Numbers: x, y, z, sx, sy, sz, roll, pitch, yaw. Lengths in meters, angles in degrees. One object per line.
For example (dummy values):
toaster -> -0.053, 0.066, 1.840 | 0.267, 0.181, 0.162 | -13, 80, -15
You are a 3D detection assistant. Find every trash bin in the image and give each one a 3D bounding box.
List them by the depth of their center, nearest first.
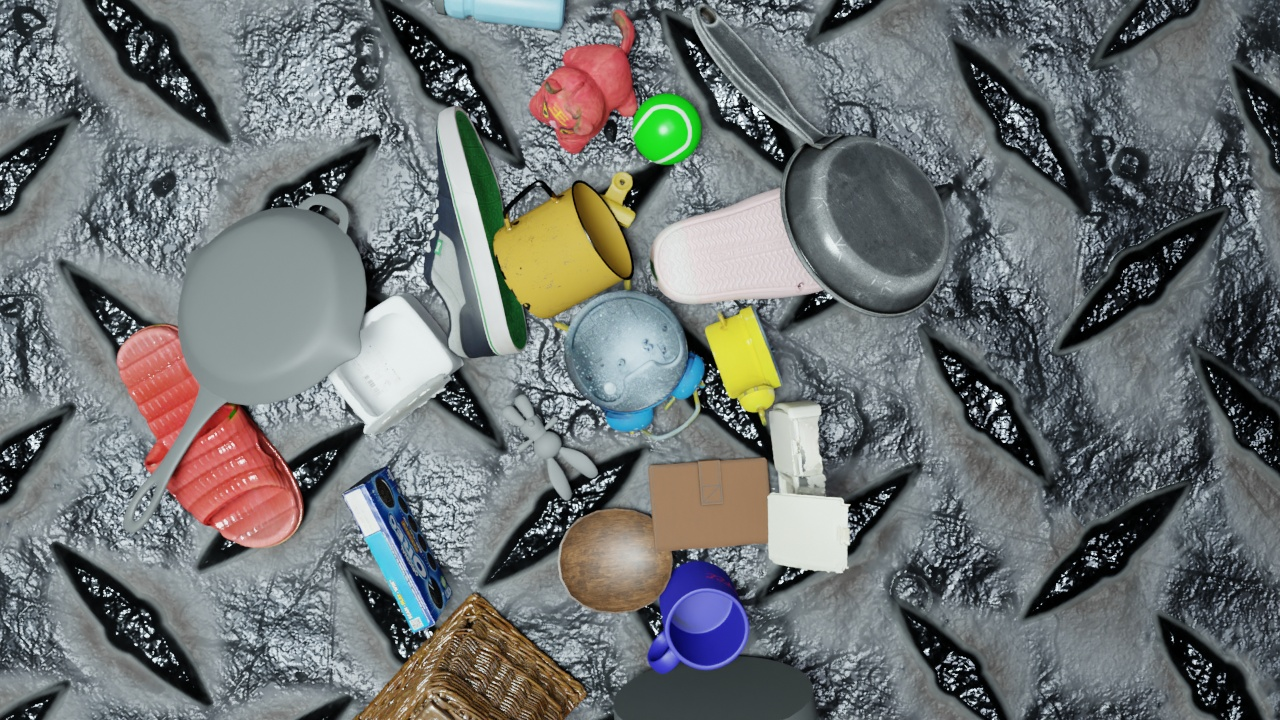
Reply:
trash bin -> 0.079, 0.423, 0.862 | 0.218, 0.218, 0.227 | -6, 92, -2

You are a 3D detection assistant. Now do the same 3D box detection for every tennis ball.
tennis ball -> 0.025, -0.218, 0.865 | 0.065, 0.065, 0.065 | 0, 96, -2

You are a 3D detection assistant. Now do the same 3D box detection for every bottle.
bottle -> -0.137, -0.338, 0.860 | 0.130, 0.040, 0.040 | 6, 95, -3

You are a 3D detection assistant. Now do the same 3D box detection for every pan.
pan -> -0.379, -0.002, 0.842 | 0.216, 0.024, 0.354 | 27, 83, 17
pan -> 0.164, -0.199, 0.858 | 0.186, 0.055, 0.357 | -35, 90, -32

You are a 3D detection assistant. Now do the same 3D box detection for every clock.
clock -> 0.105, 0.006, 0.882 | 0.057, 0.083, 0.119 | -20, 93, 5
clock -> -0.005, 0.005, 0.890 | 0.117, 0.060, 0.161 | -33, 97, 0

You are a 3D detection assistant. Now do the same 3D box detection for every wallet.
wallet -> 0.070, 0.143, 0.920 | 0.121, 0.013, 0.087 | -3, 83, -5

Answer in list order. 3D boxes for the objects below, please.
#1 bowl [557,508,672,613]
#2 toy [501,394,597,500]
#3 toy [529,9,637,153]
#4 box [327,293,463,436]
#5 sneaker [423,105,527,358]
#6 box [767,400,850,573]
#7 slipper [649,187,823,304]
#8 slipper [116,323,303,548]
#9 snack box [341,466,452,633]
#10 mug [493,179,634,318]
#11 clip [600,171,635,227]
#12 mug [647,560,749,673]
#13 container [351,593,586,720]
bowl -> -0.026, 0.200, 0.922 | 0.114, 0.026, 0.102 | 0, 82, -6
toy -> -0.092, 0.083, 0.909 | 0.049, 0.030, 0.111 | -40, 91, -13
toy -> -0.040, -0.260, 0.845 | 0.088, 0.094, 0.133 | 35, 92, -5
box -> -0.233, 0.013, 0.844 | 0.109, 0.136, 0.121 | -36, 95, 4
sneaker -> -0.172, -0.116, 0.864 | 0.079, 0.084, 0.235 | -9, 97, 11
box -> 0.137, 0.112, 0.841 | 0.070, 0.186, 0.143 | -5, 89, -1
slipper -> 0.116, -0.108, 0.883 | 0.221, 0.056, 0.107 | -14, 94, -11
slipper -> -0.423, 0.079, 0.882 | 0.103, 0.059, 0.249 | -33, 95, 1
snack box -> -0.233, 0.180, 0.887 | 0.027, 0.082, 0.150 | -26, 97, 2
mug -> -0.078, -0.107, 0.841 | 0.094, 0.100, 0.124 | -26, 126, 19
clip -> -0.026, -0.158, 0.895 | 0.054, 0.045, 0.049 | 25, 52, -3
mug -> 0.050, 0.260, 0.904 | 0.079, 0.083, 0.111 | 44, 92, -6
container -> -0.194, 0.383, 0.856 | 0.162, 0.183, 0.250 | 42, 92, -4
